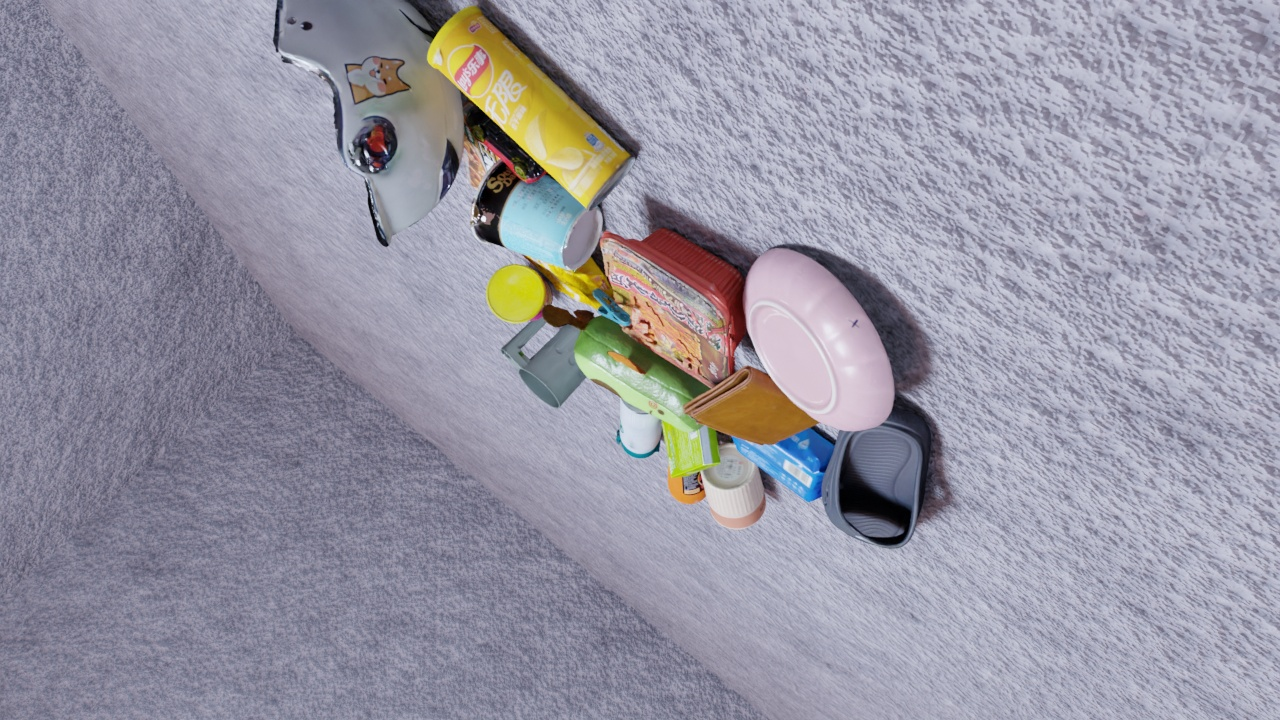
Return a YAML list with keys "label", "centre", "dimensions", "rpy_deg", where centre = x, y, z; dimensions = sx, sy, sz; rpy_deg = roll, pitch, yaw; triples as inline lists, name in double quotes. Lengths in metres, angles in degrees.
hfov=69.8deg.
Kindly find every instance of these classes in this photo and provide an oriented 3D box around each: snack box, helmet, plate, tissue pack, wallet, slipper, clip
- label: "snack box"
  centre: [-0.178, -0.239, 1.096]
  dimensions: [0.075, 0.026, 0.154]
  rpy_deg: [39, 160, 9]
- label: "helmet"
  centre: [-0.269, -0.276, 0.976]
  dimensions: [0.274, 0.156, 0.230]
  rpy_deg: [66, 170, -19]
- label: "plate"
  centre: [0.153, -0.011, 0.853]
  dimensions: [0.192, 0.039, 0.193]
  rpy_deg: [50, 161, 24]
- label: "tissue pack"
  centre: [0.173, 0.103, 1.099]
  dimensions: [0.157, 0.052, 0.095]
  rpy_deg: [36, 157, 18]
- label: "snack box"
  centre: [0.066, 0.108, 1.236]
  dimensions: [0.157, 0.026, 0.085]
  rpy_deg: [136, 126, -70]
- label: "wallet"
  centre: [0.122, 0.057, 0.989]
  dimensions: [0.130, 0.035, 0.119]
  rpy_deg: [23, 143, -35]
- label: "slipper"
  centre: [0.243, 0.146, 0.971]
  dimensions: [0.111, 0.083, 0.268]
  rpy_deg: [12, 146, 16]
- label: "clip"
  centre: [-0.030, -0.054, 0.993]
  dimensions: [0.054, 0.013, 0.033]
  rpy_deg: [39, 159, 31]

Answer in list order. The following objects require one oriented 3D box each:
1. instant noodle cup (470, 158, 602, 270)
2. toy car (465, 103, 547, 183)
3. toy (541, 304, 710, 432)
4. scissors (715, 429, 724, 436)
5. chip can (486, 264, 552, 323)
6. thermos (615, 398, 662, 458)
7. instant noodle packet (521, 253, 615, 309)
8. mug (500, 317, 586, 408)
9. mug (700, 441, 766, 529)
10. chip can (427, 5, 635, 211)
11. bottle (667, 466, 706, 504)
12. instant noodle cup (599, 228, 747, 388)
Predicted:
- label: "instant noodle cup"
  centre: [-0.112, -0.159, 1.037]
  dimensions: [0.120, 0.111, 0.111]
  rpy_deg: [29, 157, 19]
- label: "toy car"
  centre: [-0.142, -0.239, 0.996]
  dimensions: [0.106, 0.049, 0.031]
  rpy_deg: [41, 159, 0]
- label: "toy"
  centre: [-0.007, 0.007, 1.119]
  dimensions: [0.247, 0.090, 0.227]
  rpy_deg: [33, -177, 16]
- label: "scissors"
  centre: [0.057, 0.023, 1.209]
  dimensions: [0.206, 0.015, 0.202]
  rpy_deg: [34, 159, 25]
- label: "chip can"
  centre: [-0.154, -0.085, 1.206]
  dimensions: [0.071, 0.071, 0.210]
  rpy_deg: [44, 180, -4]
- label: "thermos"
  centre: [-0.001, 0.089, 1.373]
  dimensions: [0.073, 0.073, 0.225]
  rpy_deg: [37, 160, 14]
- label: "instant noodle packet"
  centre: [-0.088, -0.113, 1.134]
  dimensions: [0.111, 0.044, 0.128]
  rpy_deg: [24, 169, 28]
- label: "mug"
  centre: [-0.132, -0.007, 1.373]
  dimensions: [0.124, 0.103, 0.084]
  rpy_deg: [49, 160, -13]
- label: "mug"
  centre: [0.125, 0.164, 1.294]
  dimensions: [0.106, 0.081, 0.114]
  rpy_deg: [72, 175, -51]
- label: "chip can"
  centre: [-0.104, -0.243, 0.887]
  dimensions: [0.213, 0.072, 0.072]
  rpy_deg: [42, 160, -3]
- label: "bottle"
  centre: [0.070, 0.159, 1.405]
  dimensions: [0.067, 0.066, 0.150]
  rpy_deg: [30, 149, 31]
- label: "instant noodle cup"
  centre: [0.045, -0.059, 0.966]
  dimensions: [0.164, 0.079, 0.189]
  rpy_deg: [34, 158, 24]
